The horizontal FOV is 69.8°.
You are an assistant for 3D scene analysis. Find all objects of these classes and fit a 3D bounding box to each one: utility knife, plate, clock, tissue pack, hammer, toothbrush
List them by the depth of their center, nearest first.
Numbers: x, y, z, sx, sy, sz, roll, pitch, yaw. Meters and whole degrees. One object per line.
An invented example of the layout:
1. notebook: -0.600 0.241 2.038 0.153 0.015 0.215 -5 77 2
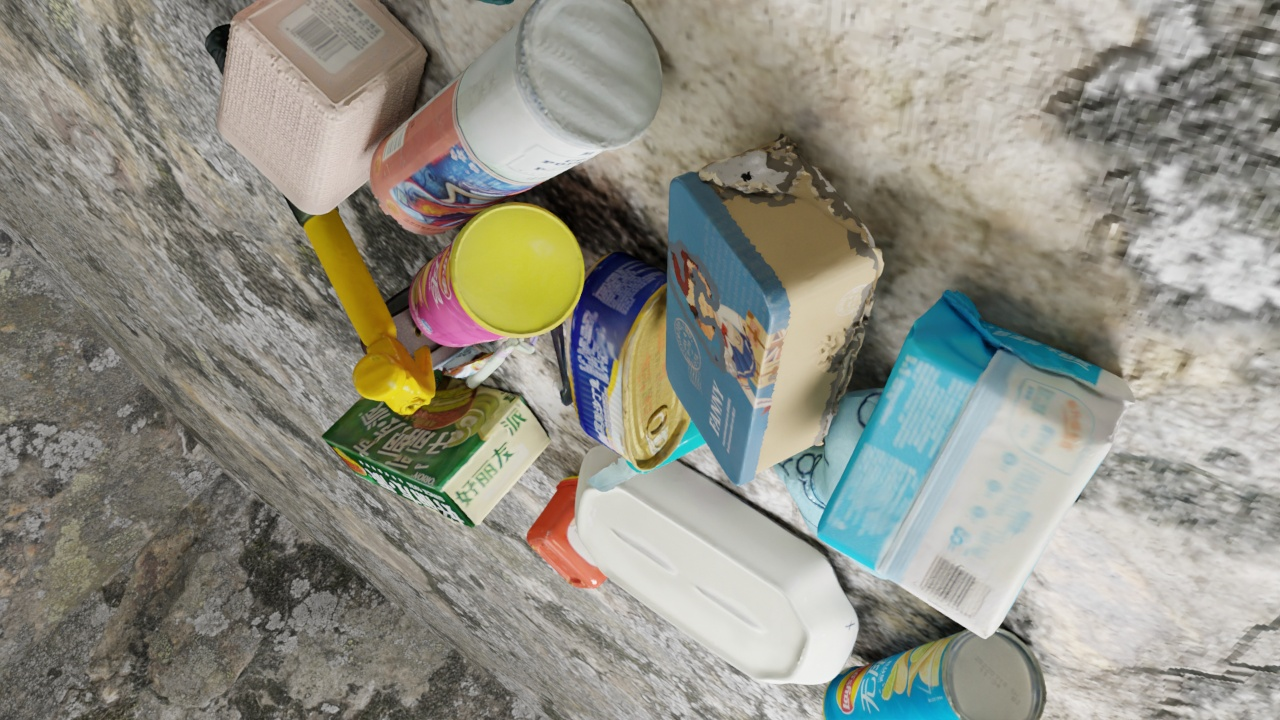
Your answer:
1. tissue pack: 0.142 0.047 0.406 0.090 0.063 0.140 30 121 23
2. hammer: -0.219 -0.097 0.627 0.300 0.033 0.129 61 177 7
3. utility knife: 0.015 0.060 0.653 0.029 0.013 0.217 50 141 -2
4. toothbrush: -0.063 -0.017 0.677 0.018 0.015 0.181 40 156 22
5. plate: 0.044 0.168 0.733 0.266 0.034 0.162 31 131 23
6. clock: -0.181 -0.029 0.744 0.122 0.081 0.055 1 129 52
7. toothbrush: -0.123 0.001 0.782 0.190 0.020 0.029 -30 77 63

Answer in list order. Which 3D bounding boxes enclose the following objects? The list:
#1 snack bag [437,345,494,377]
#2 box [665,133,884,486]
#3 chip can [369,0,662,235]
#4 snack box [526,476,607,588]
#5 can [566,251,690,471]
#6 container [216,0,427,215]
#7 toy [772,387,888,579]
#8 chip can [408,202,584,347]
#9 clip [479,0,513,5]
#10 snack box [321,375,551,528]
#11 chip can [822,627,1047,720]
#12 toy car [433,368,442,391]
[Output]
1. snack bag: -0.156 -0.001 0.774 0.104 0.048 0.026 14 122 63
2. box: 0.056 -0.013 0.445 0.089 0.061 0.185 58 162 32
3. chip can: -0.077 -0.119 0.479 0.071 0.071 0.215 51 153 -19
4. snack box: -0.053 0.164 0.867 0.091 0.080 0.082 47 153 -11
5. can: -0.003 0.003 0.559 0.049 0.074 0.148 30 145 27
6. container: -0.188 -0.162 0.546 0.090 0.089 0.111 44 150 -6
7. toy: 0.132 0.074 0.514 0.156 0.049 0.161 13 137 49
8. chip can: -0.099 -0.045 0.576 0.071 0.071 0.211 48 164 -13
9. clip: -0.084 -0.188 0.447 0.056 0.014 0.042 22 148 30
10. snack box: -0.204 0.077 0.898 0.240 0.114 0.063 11 142 47
11. chip can: 0.201 0.243 0.661 0.071 0.071 0.211 37 153 8
12. toy car: -0.207 -0.004 0.866 0.043 0.036 0.091 34 152 13
